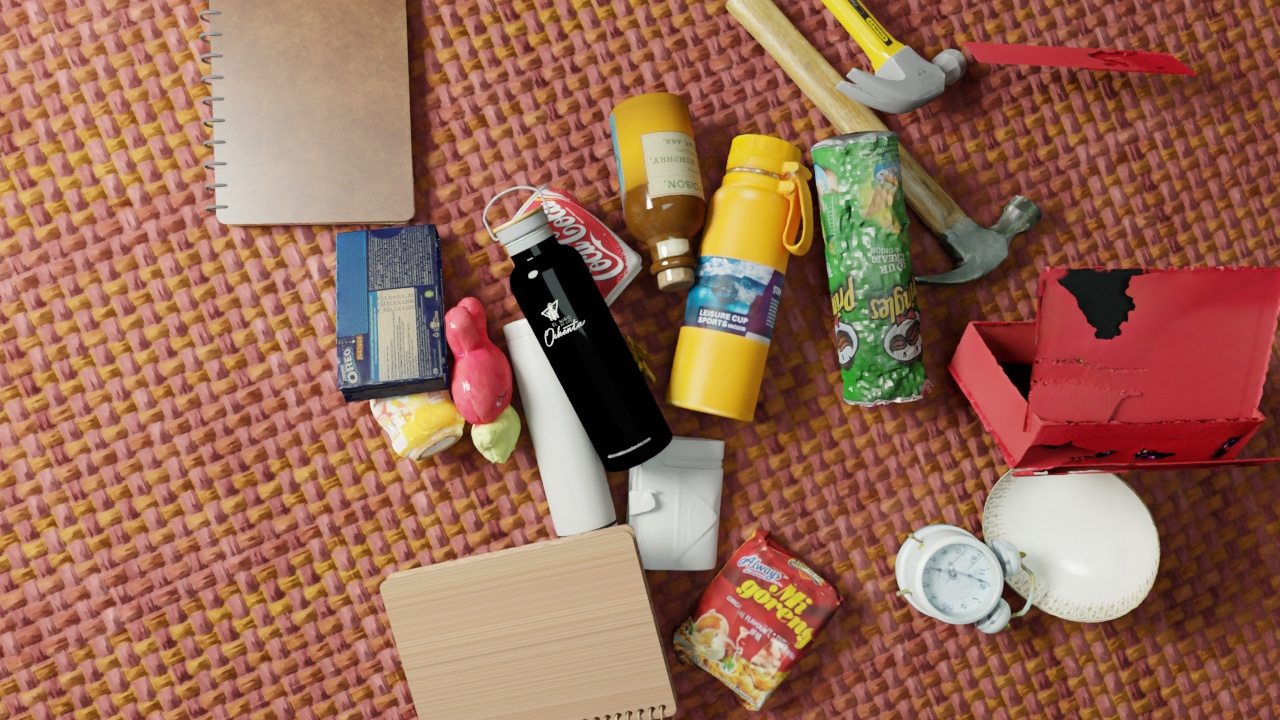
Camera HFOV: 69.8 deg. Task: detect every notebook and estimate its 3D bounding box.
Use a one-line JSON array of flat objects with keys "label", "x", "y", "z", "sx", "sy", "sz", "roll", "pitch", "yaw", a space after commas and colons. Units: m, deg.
[{"label": "notebook", "x": -0.089, "y": 0.235, "z": 0.744, "sx": 0.210, "sy": 0.022, "sz": 0.169, "roll": -13, "pitch": 98, "yaw": 7}, {"label": "notebook", "x": -0.277, "y": -0.225, "z": 0.763, "sx": 0.167, "sy": 0.024, "sz": 0.225, "roll": -2, "pitch": 89, "yaw": -7}]

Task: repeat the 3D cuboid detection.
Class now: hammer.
[{"label": "hammer", "x": 0.144, "y": -0.344, "z": 0.792, "sx": 0.126, "sy": 0.029, "sz": 0.323, "roll": -39, "pitch": 88, "yaw": -31}, {"label": "hammer", "x": 0.197, "y": -0.200, "z": 0.809, "sx": 0.132, "sy": 0.033, "sz": 0.330, "roll": -44, "pitch": 92, "yaw": -4}]

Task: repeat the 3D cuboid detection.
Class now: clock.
[{"label": "clock", "x": 0.282, "y": 0.188, "z": 0.794, "sx": 0.117, "sy": 0.057, "sz": 0.083, "roll": 12, "pitch": 87, "yaw": 1}]

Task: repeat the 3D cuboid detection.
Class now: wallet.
[{"label": "wallet", "x": 0.030, "y": 0.121, "z": 0.784, "sx": 0.086, "sy": 0.032, "sz": 0.116, "roll": 0, "pitch": 89, "yaw": -8}]

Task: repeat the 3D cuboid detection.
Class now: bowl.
[{"label": "bowl", "x": 0.376, "y": 0.144, "z": 0.788, "sx": 0.063, "sy": 0.146, "sz": 0.145, "roll": -16, "pitch": 91, "yaw": -43}]

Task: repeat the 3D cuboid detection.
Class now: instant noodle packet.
[{"label": "instant noodle packet", "x": 0.100, "y": 0.223, "z": 0.787, "sx": 0.098, "sy": 0.040, "sz": 0.135, "roll": 39, "pitch": 86, "yaw": 3}]

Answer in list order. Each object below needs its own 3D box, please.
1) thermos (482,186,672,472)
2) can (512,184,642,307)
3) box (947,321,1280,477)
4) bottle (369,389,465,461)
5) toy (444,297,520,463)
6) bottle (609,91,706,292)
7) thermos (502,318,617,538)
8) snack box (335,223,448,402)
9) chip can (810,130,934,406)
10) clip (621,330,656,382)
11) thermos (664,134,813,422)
[{"label": "thermos", "x": -0.052, "y": -0.026, "z": 0.716, "sx": 0.061, "sy": 0.061, "sz": 0.231, "roll": -28, "pitch": 102, "yaw": -6}, {"label": "can", "x": -0.055, "y": -0.092, "z": 0.763, "sx": 0.105, "sy": 0.064, "sz": 0.064, "roll": 41, "pitch": 85, "yaw": -4}, {"label": "box", "x": 0.419, "y": 0.078, "z": 0.590, "sx": 0.215, "sy": 0.510, "sz": 0.141, "roll": 0, "pitch": 113, "yaw": -12}, {"label": "bottle", "x": -0.191, "y": 0.026, "z": 0.749, "sx": 0.063, "sy": 0.063, "sz": 0.109, "roll": -31, "pitch": 79, "yaw": -6}, {"label": "toy", "x": -0.127, "y": 0.016, "z": 0.739, "sx": 0.045, "sy": 0.091, "sz": 0.135, "roll": -13, "pitch": 99, "yaw": 3}, {"label": "bottle", "x": 0.018, "y": -0.136, "z": 0.759, "sx": 0.068, "sy": 0.068, "sz": 0.157, "roll": -8, "pitch": 82, "yaw": -6}, {"label": "thermos", "x": -0.062, "y": 0.073, "z": 0.765, "sx": 0.052, "sy": 0.052, "sz": 0.224, "roll": -15, "pitch": 90, "yaw": -6}, {"label": "snack box", "x": -0.200, "y": -0.041, "z": 0.734, "sx": 0.082, "sy": 0.027, "sz": 0.150, "roll": -7, "pitch": 61, "yaw": -5}, {"label": "chip can", "x": 0.192, "y": -0.077, "z": 0.765, "sx": 0.075, "sy": 0.075, "sz": 0.223, "roll": -12, "pitch": 101, "yaw": -6}, {"label": "clip", "x": -0.007, "y": 0.005, "z": 0.780, "sx": 0.044, "sy": 0.054, "sz": 0.050, "roll": -8, "pitch": 116, "yaw": -24}, {"label": "thermos", "x": 0.089, "y": -0.067, "z": 0.769, "sx": 0.091, "sy": 0.076, "sz": 0.232, "roll": 12, "pitch": 87, "yaw": 10}]
